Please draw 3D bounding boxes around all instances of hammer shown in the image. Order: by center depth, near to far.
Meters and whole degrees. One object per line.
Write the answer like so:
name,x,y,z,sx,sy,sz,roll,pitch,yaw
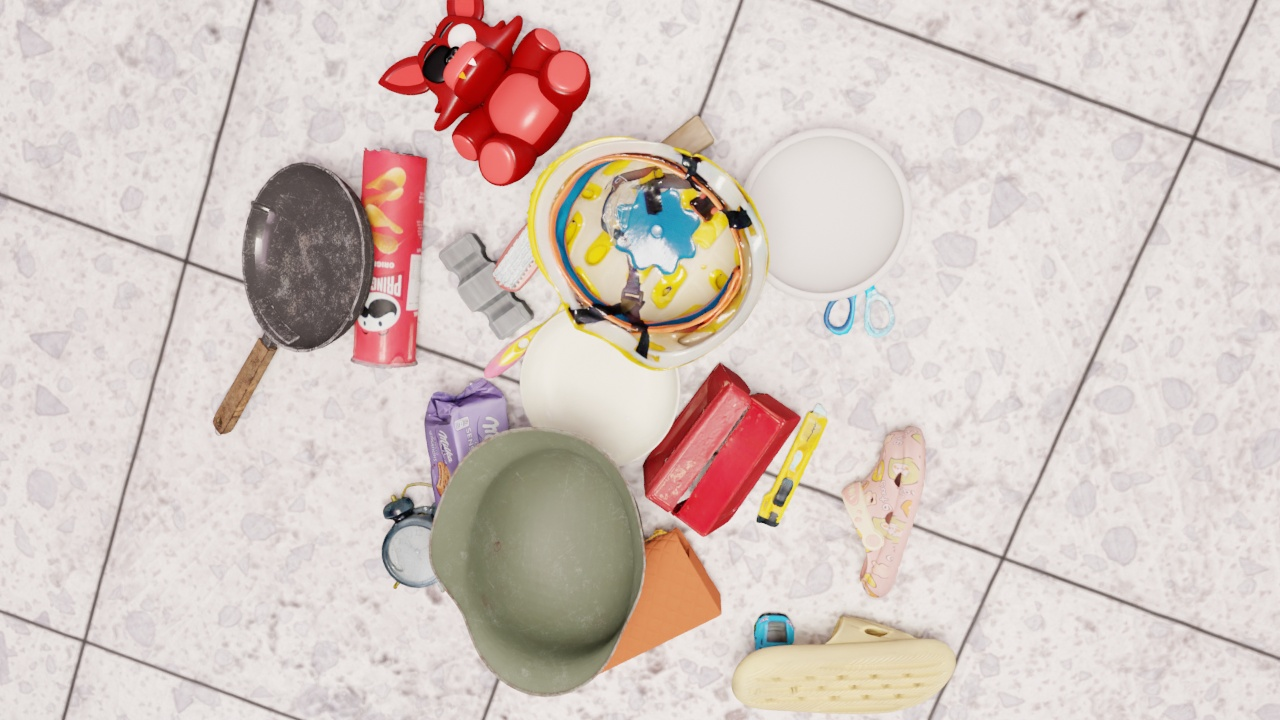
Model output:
hammer,-0.062,-0.157,1.000,0.323,0.051,0.117,-35,96,5

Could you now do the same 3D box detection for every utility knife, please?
utility knife,0.174,0.121,1.047,0.030,0.017,0.155,22,97,-10

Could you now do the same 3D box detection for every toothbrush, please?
toothbrush,-0.127,-0.024,1.040,0.135,0.016,0.021,-40,97,11

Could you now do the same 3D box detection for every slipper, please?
slipper,0.261,0.165,1.014,0.081,0.093,0.197,13,101,12
slipper,0.224,0.344,1.045,0.261,0.079,0.111,2,119,-13

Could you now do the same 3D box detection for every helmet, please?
helmet,0.015,-0.119,0.927,0.240,0.139,0.209,38,109,2
helmet,-0.085,0.206,0.968,0.227,0.153,0.267,3,86,16

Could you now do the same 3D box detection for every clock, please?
clock,-0.254,0.204,1.067,0.090,0.052,0.129,3,95,3

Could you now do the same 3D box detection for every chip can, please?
chip can,-0.274,-0.112,1.005,0.073,0.073,0.233,6,99,2

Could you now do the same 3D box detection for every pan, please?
pan,-0.397,-0.051,1.020,0.207,0.040,0.358,45,115,23

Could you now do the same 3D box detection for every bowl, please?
bowl,0.193,-0.153,0.969,0.177,0.066,0.176,2,99,11

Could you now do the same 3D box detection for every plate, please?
plate,-0.043,0.027,1.019,0.182,0.034,0.182,1,96,13

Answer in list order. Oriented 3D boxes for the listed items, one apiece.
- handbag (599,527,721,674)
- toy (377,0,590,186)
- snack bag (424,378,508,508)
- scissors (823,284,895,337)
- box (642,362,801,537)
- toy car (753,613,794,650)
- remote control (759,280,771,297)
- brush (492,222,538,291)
handbag,-0.008,0.272,1.057,0.172,0.060,0.109,-29,102,10
toy,-0.159,-0.291,0.952,0.197,0.120,0.158,40,102,5
snack bag,-0.190,0.128,1.028,0.058,0.096,0.205,-1,100,33
scissors,0.237,-0.092,1.009,0.083,0.015,0.140,-2,102,6
box,0.092,0.103,0.990,0.122,0.136,0.157,36,100,-3
toy car,0.157,0.349,1.075,0.048,0.032,0.105,1,101,2
remote control,0.103,-0.071,1.019,0.043,0.013,0.136,44,99,-4
brush,-0.098,-0.146,0.964,0.041,0.030,0.172,36,93,-2
